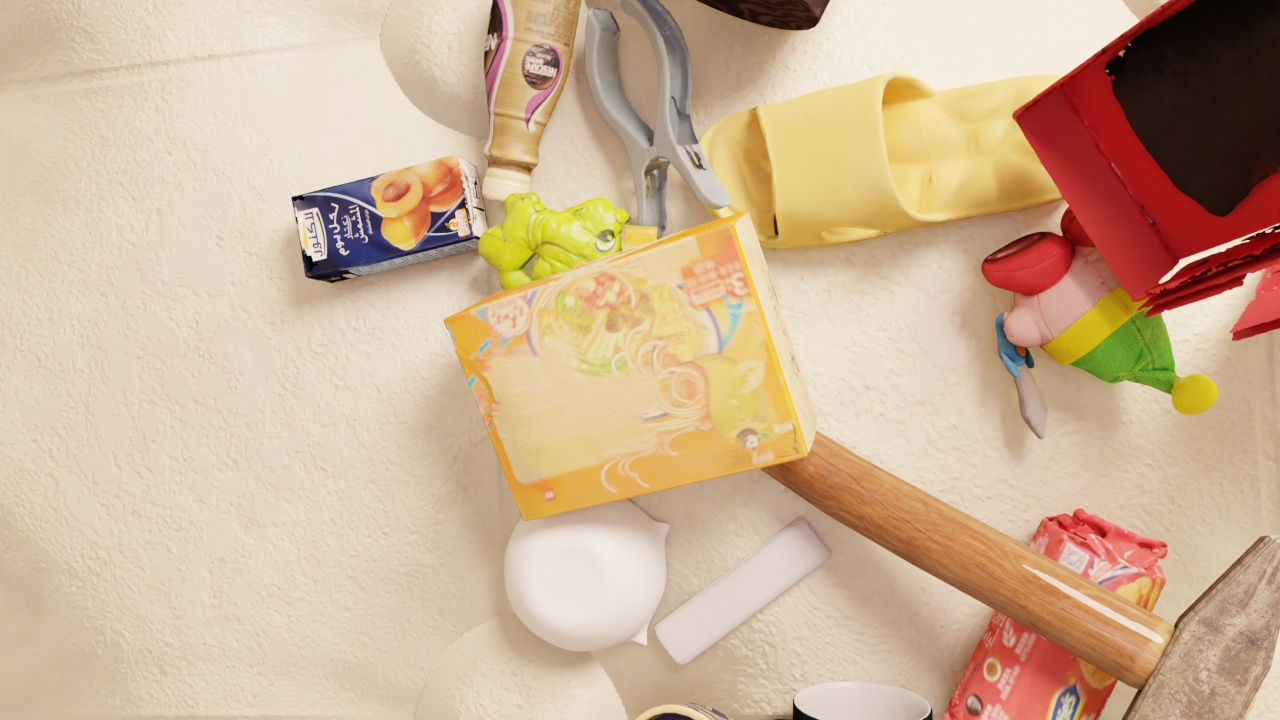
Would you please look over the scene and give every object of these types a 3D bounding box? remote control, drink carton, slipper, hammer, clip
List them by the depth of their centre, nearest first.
[{"bbox_3d":[0.198,0.108,0.542,0.301,0.037,0.158,29,94,29],"label":"hammer"},{"bbox_3d":[0.162,-0.129,0.581,0.264,0.078,0.099,-6,91,11],"label":"slipper"},{"bbox_3d":[0.018,-0.170,0.601,0.113,0.028,0.163,-16,91,47],"label":"clip"},{"bbox_3d":[0.069,0.158,0.623,0.131,0.012,0.033,-38,84,6],"label":"remote control"},{"bbox_3d":[-0.178,-0.098,0.653,0.130,0.040,0.064,-12,86,9],"label":"drink carton"}]

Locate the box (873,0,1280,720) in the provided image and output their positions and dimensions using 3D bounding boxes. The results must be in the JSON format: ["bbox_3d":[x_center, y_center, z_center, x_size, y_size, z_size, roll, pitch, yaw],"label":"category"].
[{"bbox_3d":[0.228,-0.044,0.393,0.350,0.217,0.198,-35,89,-21],"label":"box"}]

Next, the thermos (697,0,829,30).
[{"bbox_3d":[0.094,-0.337,0.557,0.173,0.172,0.226,24,99,9],"label":"thermos"}]

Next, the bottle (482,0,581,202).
[{"bbox_3d":[-0.080,-0.192,0.632,0.060,0.059,0.166,12,99,9],"label":"bottle"}]

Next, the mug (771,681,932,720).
[{"bbox_3d":[0.124,0.262,0.584,0.122,0.085,0.094,-2,88,37],"label":"mug"}]

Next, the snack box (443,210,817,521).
[{"bbox_3d":[-0.003,0.003,0.582,0.196,0.080,0.145,-16,101,21],"label":"snack box"}]

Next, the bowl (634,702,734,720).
[{"bbox_3d":[0.043,0.278,0.594,0.113,0.061,0.112,-8,77,41],"label":"bowl"}]

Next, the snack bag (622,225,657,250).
[{"bbox_3d":[0.001,-0.042,0.625,0.026,0.020,0.099,2,103,14],"label":"snack bag"}]

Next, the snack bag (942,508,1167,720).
[{"bbox_3d":[0.252,0.176,0.565,0.082,0.082,0.176,26,92,8],"label":"snack bag"}]

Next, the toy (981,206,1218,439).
[{"bbox_3d":[0.276,-0.024,0.556,0.124,0.097,0.131,-33,104,-3],"label":"toy"}]

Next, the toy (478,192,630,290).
[{"bbox_3d":[-0.057,-0.079,0.629,0.093,0.036,0.094,37,97,-10],"label":"toy"}]

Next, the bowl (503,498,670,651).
[{"bbox_3d":[-0.042,0.145,0.621,0.115,0.050,0.114,0,89,9],"label":"bowl"}]
